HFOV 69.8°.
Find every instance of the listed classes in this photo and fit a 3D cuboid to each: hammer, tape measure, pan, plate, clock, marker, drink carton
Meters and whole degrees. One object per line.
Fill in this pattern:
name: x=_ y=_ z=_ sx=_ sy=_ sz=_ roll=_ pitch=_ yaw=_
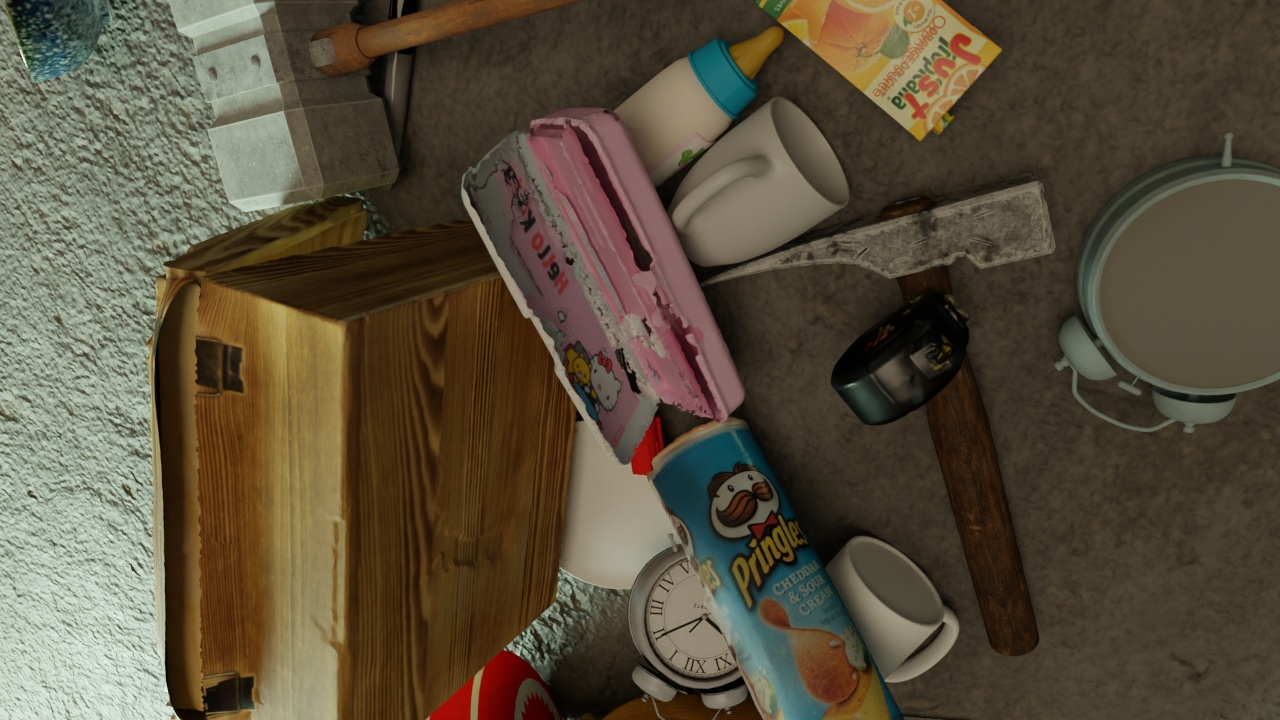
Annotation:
hammer: x=0.161 y=0.055 z=0.570 sx=0.218 sy=0.037 sz=0.301 roll=-13 pitch=106 yaw=22
tape measure: x=0.141 y=0.002 z=0.496 sx=0.072 sy=0.071 sz=0.042 roll=-35 pitch=101 yaw=32
pan: x=-0.072 y=0.363 z=0.702 sx=0.067 sy=0.208 sz=0.356 roll=-18 pitch=129 yaw=4
plate: x=-0.024 y=0.103 z=0.661 sx=0.135 sy=0.011 sz=0.135 roll=6 pitch=111 yaw=16
clock: x=0.294 y=-0.033 z=0.489 sx=0.122 sy=0.045 sz=0.160 roll=27 pitch=114 yaw=7
marker: x=-0.004 y=0.004 z=0.604 sx=0.023 sy=0.021 sz=0.145 roll=-11 pitch=102 yaw=-15
hammer: x=-0.119 y=-0.185 z=0.509 sx=0.318 sy=0.082 sz=0.163 roll=-2 pitch=108 yaw=30
drink carton: x=0.129 y=-0.177 z=0.490 sx=0.122 sy=0.041 sz=0.058 roll=40 pitch=116 yaw=0
marker: x=-0.161 y=-0.179 z=0.599 sx=0.022 sy=0.016 sz=0.139 roll=33 pitch=121 yaw=35
clock: x=0.038 y=0.182 z=0.616 sx=0.094 sy=0.035 sz=0.122 roll=11 pitch=79 yaw=-7

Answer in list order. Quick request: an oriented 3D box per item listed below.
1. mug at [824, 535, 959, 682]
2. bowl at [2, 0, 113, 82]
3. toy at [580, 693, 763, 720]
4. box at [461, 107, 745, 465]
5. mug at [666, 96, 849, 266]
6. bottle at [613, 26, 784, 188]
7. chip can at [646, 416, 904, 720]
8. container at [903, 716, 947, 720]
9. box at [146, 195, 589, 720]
mug: x=0.155 y=0.179 z=0.605 sx=0.110 sy=0.073 sz=0.091 roll=23 pitch=118 yaw=-20
bowl: x=-0.392 y=-0.249 z=0.614 sx=0.114 sy=0.060 sz=0.114 roll=40 pitch=139 yaw=47
toy: x=0.054 y=0.309 z=0.640 sx=0.203 sy=0.162 sz=0.199 roll=-14 pitch=136 yaw=10
box: x=-0.027 y=-0.033 z=0.519 sx=0.088 sy=0.095 sz=0.202 roll=25 pitch=147 yaw=55
mug: x=0.052 y=-0.091 z=0.512 sx=0.090 sy=0.107 sz=0.071 roll=-32 pitch=83 yaw=33
bottle: x=0.023 y=-0.143 z=0.532 sx=0.146 sy=0.051 sz=0.051 roll=-34 pitch=97 yaw=25
chip can: x=0.081 y=0.149 z=0.552 sx=0.080 sy=0.079 sz=0.229 roll=-38 pitch=64 yaw=26
container: x=0.203 y=0.321 z=0.646 sx=0.081 sy=0.049 sz=0.129 roll=-2 pitch=109 yaw=19
box: x=-0.189 y=0.060 z=0.561 sx=0.215 sy=0.256 sz=0.280 roll=17 pitch=112 yaw=20
